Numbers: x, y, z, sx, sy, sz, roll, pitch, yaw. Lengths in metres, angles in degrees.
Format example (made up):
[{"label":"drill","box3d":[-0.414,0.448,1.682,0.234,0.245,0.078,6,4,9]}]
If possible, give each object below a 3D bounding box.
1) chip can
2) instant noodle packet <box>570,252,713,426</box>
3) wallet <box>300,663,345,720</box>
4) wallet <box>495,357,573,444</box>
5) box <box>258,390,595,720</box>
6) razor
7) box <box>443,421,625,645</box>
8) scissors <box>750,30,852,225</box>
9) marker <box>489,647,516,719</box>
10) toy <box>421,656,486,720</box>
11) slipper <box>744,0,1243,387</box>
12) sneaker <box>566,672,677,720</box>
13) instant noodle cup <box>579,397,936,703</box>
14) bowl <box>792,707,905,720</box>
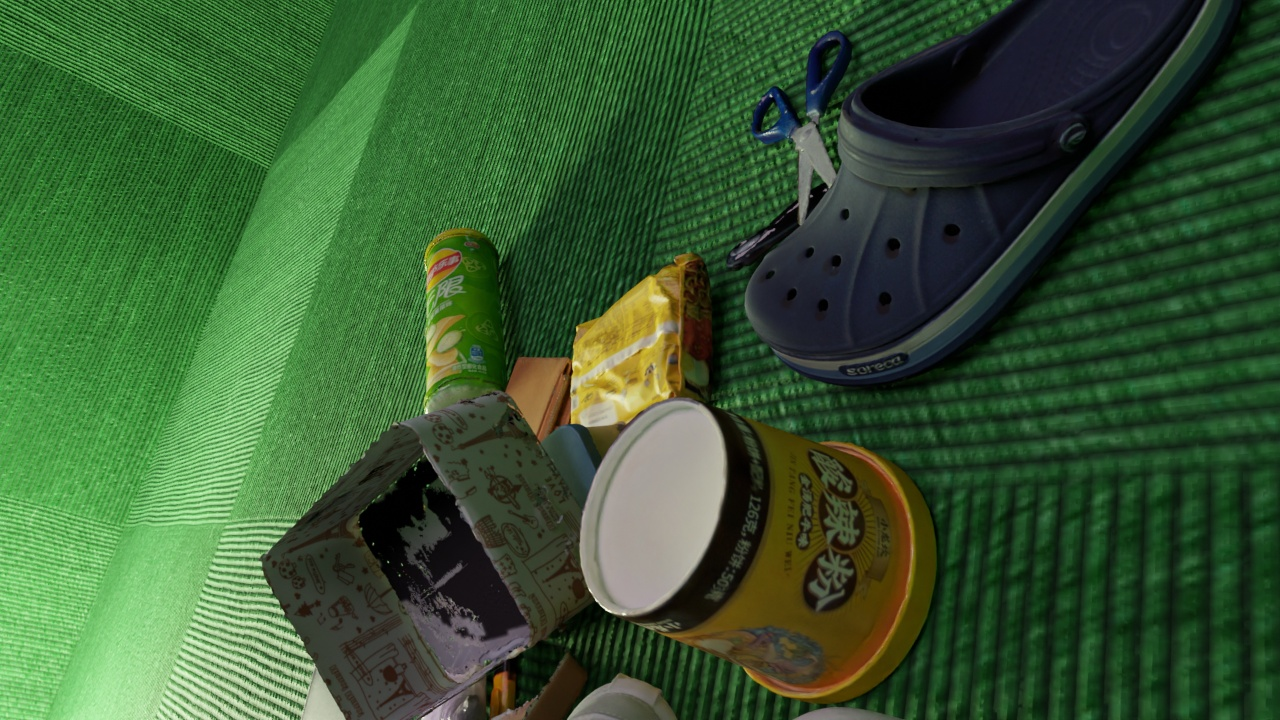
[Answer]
[{"label":"chip can","box3d":[-0.155,-0.027,0.813,0.073,0.072,0.221,-46,36,28]},{"label":"instant noodle packet","box3d":[-0.004,0.003,0.593,0.129,0.044,0.110,-30,47,47]},{"label":"wallet","box3d":[-0.245,0.301,0.751,0.107,0.037,0.129,-2,72,48]},{"label":"wallet","box3d":[-0.084,0.061,0.685,0.108,0.031,0.131,-1,69,58]},{"label":"box","box3d":[-0.135,0.140,0.462,0.181,0.156,0.226,-38,6,36]},{"label":"razor","box3d":[0.102,-0.094,0.523,0.143,0.022,0.042,-41,24,33]},{"label":"box","box3d":[-0.054,0.108,0.555,0.185,0.059,0.089,-44,64,34]},{"label":"scissors","box3d":[0.093,-0.134,0.551,0.141,0.012,0.170,-13,49,58]},{"label":"marker","box3d":[-0.091,0.198,0.613,0.018,0.015,0.123,-36,42,36]},{"label":"toy","box3d":[-0.124,0.233,0.603,0.084,0.039,0.108,-59,13,3]},{"label":"slipper","box3d":[0.138,-0.089,0.402,0.253,0.095,0.105,-46,33,23]},{"label":"sneaker","box3d":[-0.025,0.241,0.390,0.090,0.089,0.242,-48,-31,-65]},{"label":"instant noodle cup","box3d":[0.046,0.078,0.400,0.119,0.114,0.118,-36,41,38]},{"label":"bowl","box3d":[0.053,0.165,0.318,0.118,0.065,0.118,-59,-11,-20]}]
